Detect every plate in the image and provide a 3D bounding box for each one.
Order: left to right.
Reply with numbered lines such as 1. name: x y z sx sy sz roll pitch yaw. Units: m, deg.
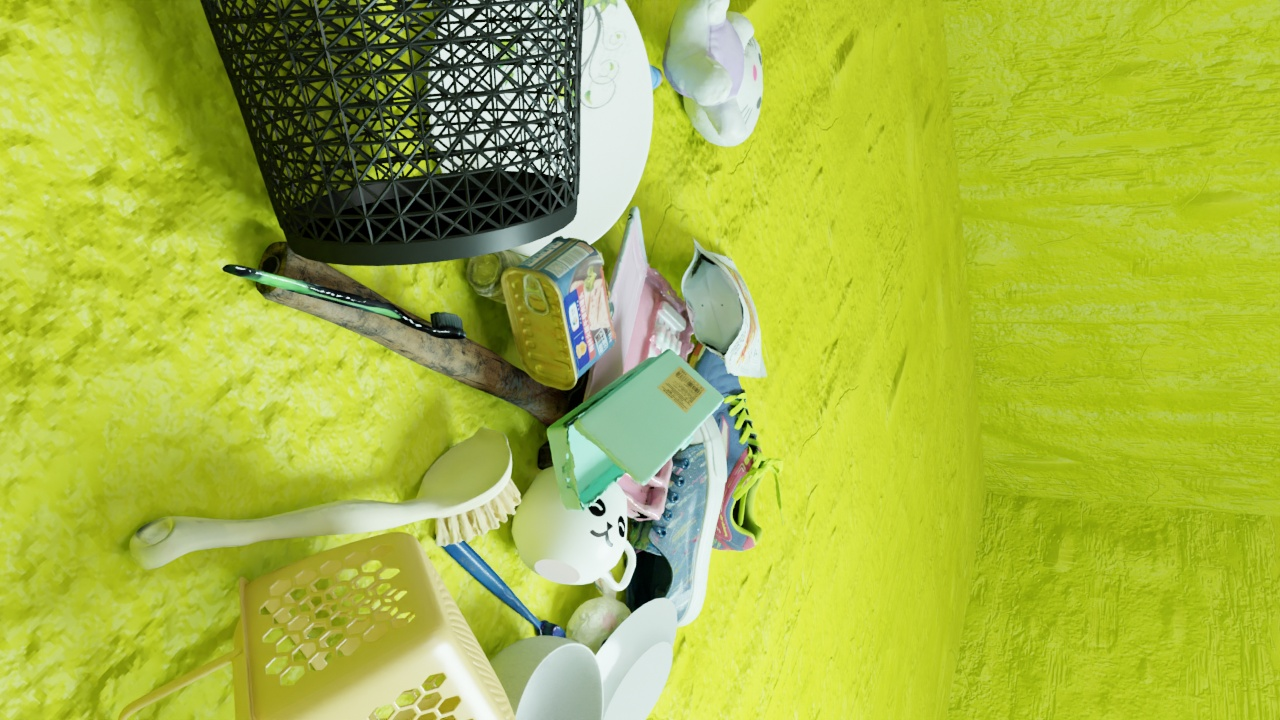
1. plate: -0.077 -0.195 0.708 0.228 0.030 0.229 -16 112 -46
2. plate: -0.010 0.297 0.827 0.172 0.019 0.173 -38 141 -39

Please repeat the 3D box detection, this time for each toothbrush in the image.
1. toothbrush: -0.163 -0.035 0.537 0.187 0.014 0.017 19 56 -61
2. toothbrush: -0.104 0.179 0.711 0.190 0.017 0.016 60 41 -45

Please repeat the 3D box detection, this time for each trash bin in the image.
1. trash bin: -0.124 -0.190 0.474 0.216 0.217 0.243 -41 133 -54

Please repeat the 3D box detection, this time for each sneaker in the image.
1. sneaker: 0.027 0.149 0.890 0.079 0.088 0.235 0 95 -56
2. sneaker: 0.104 0.090 1.019 0.116 0.091 0.242 -3 93 -59

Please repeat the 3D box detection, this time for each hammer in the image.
1. hammer: -0.130 -0.011 0.646 0.330 0.033 0.119 34 57 -57

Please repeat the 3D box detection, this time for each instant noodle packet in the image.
1. instant noodle packet: 0.101 -0.051 0.977 0.269 0.057 0.147 -2 77 -74

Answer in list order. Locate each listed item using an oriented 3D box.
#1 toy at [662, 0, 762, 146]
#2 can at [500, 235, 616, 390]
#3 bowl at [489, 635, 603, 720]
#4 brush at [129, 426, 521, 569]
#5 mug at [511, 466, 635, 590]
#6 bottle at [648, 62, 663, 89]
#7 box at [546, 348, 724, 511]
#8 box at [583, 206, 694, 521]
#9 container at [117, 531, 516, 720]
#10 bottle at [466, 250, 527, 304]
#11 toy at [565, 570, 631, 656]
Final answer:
1. toy: 0.075 -0.288 0.928 0.209 0.086 0.137 -4 92 -76
2. can: -0.057 -0.036 0.671 0.058 0.054 0.100 -45 138 -40
3. bowl: -0.088 0.275 0.694 0.131 0.064 0.132 -4 95 -62
4. brush: -0.170 0.090 0.554 0.271 0.062 0.077 -4 90 -58
5. mug: -0.045 0.143 0.732 0.124 0.090 0.076 45 42 -30
6. bottle: -0.015 -0.252 0.825 0.130 0.048 0.048 -34 120 -57
7. box: 0.009 0.045 0.709 0.188 0.079 0.077 -33 114 -61
8. box: -0.012 0.005 0.819 0.180 0.055 0.232 57 38 -48
9. container: -0.164 0.206 0.503 0.167 0.129 0.183 -27 124 -12
10. bottle: -0.087 -0.058 0.706 0.109 0.043 0.042 15 78 -60
11. toy: -0.035 0.234 0.814 0.087 0.050 0.112 32 76 -59
